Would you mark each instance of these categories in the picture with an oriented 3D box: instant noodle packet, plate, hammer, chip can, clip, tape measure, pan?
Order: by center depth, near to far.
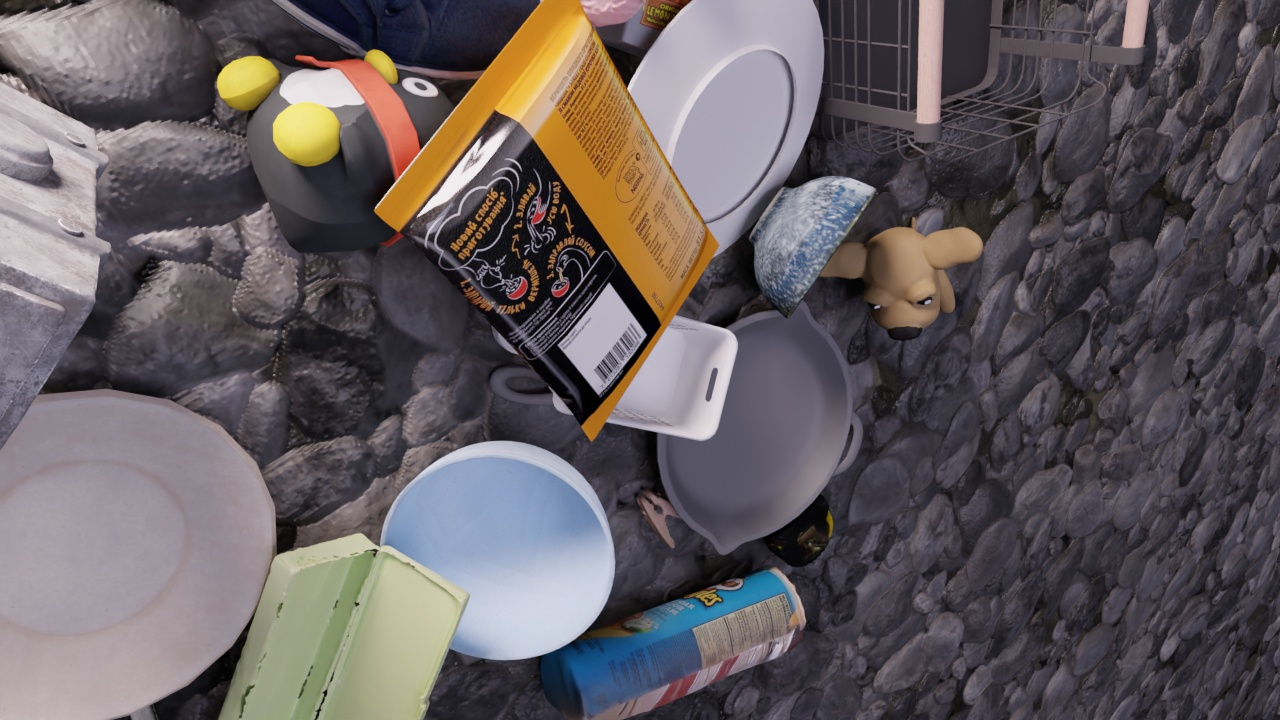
[{"bbox_3d":[-0.334,0.039,0.372,0.079,0.177,0.327,29,104,-41],"label":"hammer"},{"bbox_3d":[-0.295,0.105,0.488,0.188,0.027,0.189,-11,110,-33],"label":"plate"},{"bbox_3d":[-0.034,-0.073,0.522,0.159,0.032,0.221,-57,140,-17],"label":"instant noodle packet"},{"bbox_3d":[0.058,-0.148,0.610,0.208,0.015,0.209,-33,143,-29],"label":"plate"},{"bbox_3d":[0.041,0.043,0.718,0.354,0.024,0.216,12,98,-33],"label":"pan"},{"bbox_3d":[0.023,0.121,0.745,0.041,0.024,0.061,-38,124,-17],"label":"clip"},{"bbox_3d":[0.032,0.242,0.774,0.229,0.080,0.080,-11,116,-32],"label":"chip can"},{"bbox_3d":[0.147,0.158,0.842,0.067,0.038,0.063,-42,129,-14],"label":"tape measure"}]

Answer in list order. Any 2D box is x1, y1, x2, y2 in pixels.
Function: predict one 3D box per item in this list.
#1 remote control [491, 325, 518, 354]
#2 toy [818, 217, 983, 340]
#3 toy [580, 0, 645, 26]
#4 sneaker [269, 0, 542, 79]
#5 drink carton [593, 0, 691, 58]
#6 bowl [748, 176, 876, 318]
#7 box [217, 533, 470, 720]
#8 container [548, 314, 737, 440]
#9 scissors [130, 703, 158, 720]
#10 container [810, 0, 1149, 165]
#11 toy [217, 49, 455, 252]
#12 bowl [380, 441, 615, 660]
[{"bbox_3d":[-0.057,-0.067,0.607,0.043,0.013,0.136,23,96,-40],"label":"remote control"},{"bbox_3d":[0.221,-0.070,0.764,0.108,0.134,0.106,-7,93,-63],"label":"toy"},{"bbox_3d":[-0.014,-0.243,0.499,0.105,0.053,0.108,-23,87,12],"label":"toy"},{"bbox_3d":[-0.144,-0.218,0.404,0.294,0.127,0.121,24,96,-43],"label":"sneaker"},{"bbox_3d":[0.017,-0.248,0.555,0.076,0.048,0.125,7,106,-38],"label":"drink carton"},{"bbox_3d":[0.118,-0.094,0.683,0.114,0.061,0.114,-54,174,-9],"label":"bowl"},{"bbox_3d":[-0.195,0.199,0.580,0.130,0.064,0.188,16,110,-19],"label":"box"},{"bbox_3d":[-0.004,0.004,0.633,0.129,0.050,0.080,14,91,-30],"label":"container"},{"bbox_3d":[-0.285,0.166,0.546,0.198,0.015,0.179,18,99,-39],"label":"scissors"},{"bbox_3d":[0.241,-0.250,0.663,0.240,0.130,0.163,-24,123,-26],"label":"container"},{"bbox_3d":[-0.139,-0.110,0.476,0.119,0.097,0.100,-28,142,-33],"label":"toy"},{"bbox_3d":[-0.089,0.115,0.610,0.150,0.074,0.151,1,110,2],"label":"bowl"}]
